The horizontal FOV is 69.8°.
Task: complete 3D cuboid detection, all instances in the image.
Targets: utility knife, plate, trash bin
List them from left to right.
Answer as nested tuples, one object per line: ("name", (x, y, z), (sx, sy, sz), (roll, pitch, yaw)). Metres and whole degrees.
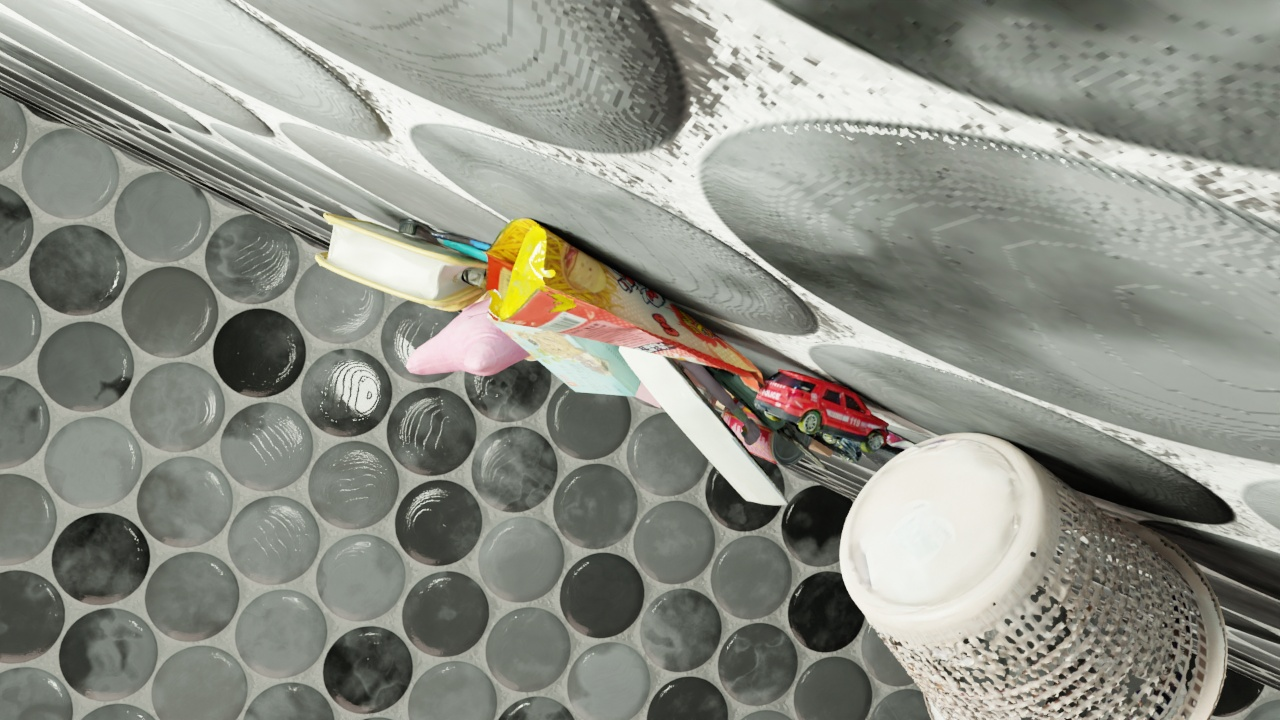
("utility knife", (-0.130, -0.093, 0.905), (0.209, 0.013, 0.029), (21, 177, 36))
("plate", (0.057, 0.057, 0.893), (0.266, 0.034, 0.162), (49, -177, -41))
("trash bin", (0.254, 0.162, 0.650), (0.192, 0.227, 0.228), (41, 169, -27))

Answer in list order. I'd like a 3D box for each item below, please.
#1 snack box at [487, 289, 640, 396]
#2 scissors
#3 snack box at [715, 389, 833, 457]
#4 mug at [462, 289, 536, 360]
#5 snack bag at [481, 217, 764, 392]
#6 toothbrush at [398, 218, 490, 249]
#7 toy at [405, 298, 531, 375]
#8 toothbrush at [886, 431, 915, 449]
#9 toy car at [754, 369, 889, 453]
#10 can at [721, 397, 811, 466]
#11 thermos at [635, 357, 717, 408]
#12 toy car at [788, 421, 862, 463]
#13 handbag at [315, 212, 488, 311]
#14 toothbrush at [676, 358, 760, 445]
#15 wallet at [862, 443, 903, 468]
("snack box", (-0.065, -0.022, 0.878), (0.074, 0.051, 0.175), (3, 155, 30))
("scissors", (0.115, 0.045, 0.882), (0.177, 0.019, 0.169), (44, 179, 30))
("snack box", (0.170, 0.077, 1.184), (0.157, 0.026, 0.084), (22, 175, 32))
("mug", (-0.162, -0.060, 1.126), (0.078, 0.078, 0.122), (21, 169, 48))
("snack bag", (-0.012, -0.032, 0.683), (0.207, 0.073, 0.129), (22, -177, -37))
("toothbrush", (-0.192, -0.121, 0.912), (0.190, 0.016, 0.014), (20, -179, 43))
("toy", (-0.160, -0.030, 0.984), (0.179, 0.194, 0.075), (17, 128, 57))
("toothbrush", (0.239, 0.079, 0.857), (0.187, 0.017, 0.016), (27, 174, -13))
("toy car", (0.146, 0.039, 0.719), (0.120, 0.045, 0.053), (21, -179, -34))
("can", (0.146, 0.080, 1.076), (0.066, 0.066, 0.094), (28, 175, -39))
("thermos", (-0.006, 0.006, 1.046), (0.199, 0.067, 0.087), (26, 180, 14))
("toy car", (0.176, 0.063, 0.894), (0.105, 0.031, 0.049), (36, 176, 47))
("handbag", (-0.242, -0.105, 1.000), (0.163, 0.063, 0.178), (21, -170, 12))
("toothbrush", (0.073, 0.030, 0.898), (0.021, 0.029, 0.189), (-6, 146, 31))
("wallet", (0.289, 0.112, 0.991), (0.097, 0.019, 0.120), (19, 171, 43))
